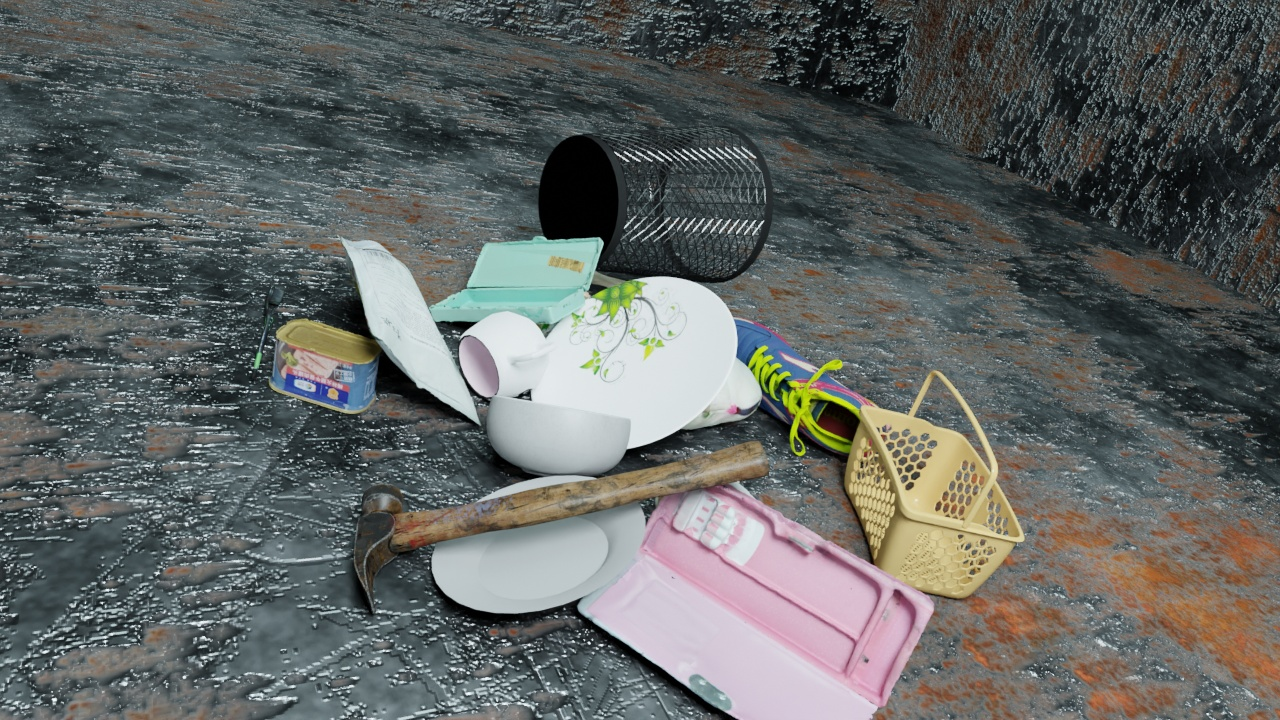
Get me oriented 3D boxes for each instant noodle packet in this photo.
[{"bbox_3d":[-0.253,-0.039,0.968,0.147,0.057,0.269,43,6,-39],"label":"instant noodle packet"}]

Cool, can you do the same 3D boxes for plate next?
[{"bbox_3d":[-0.006,0.006,0.978,0.230,0.030,0.228,-12,49,14],"label":"plate"},{"bbox_3d":[-0.081,0.151,0.741,0.173,0.019,0.172,-8,27,4],"label":"plate"}]

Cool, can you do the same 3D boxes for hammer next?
[{"bbox_3d":[-0.059,0.116,0.724,0.330,0.033,0.120,-11,34,-4],"label":"hammer"}]

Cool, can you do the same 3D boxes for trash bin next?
[{"bbox_3d":[0.012,-0.206,1.205,0.242,0.217,0.217,-7,36,-41],"label":"trash bin"}]

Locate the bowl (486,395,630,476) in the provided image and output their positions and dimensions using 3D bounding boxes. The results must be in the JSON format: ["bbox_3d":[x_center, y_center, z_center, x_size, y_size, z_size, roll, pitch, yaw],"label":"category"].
[{"bbox_3d":[-0.078,0.075,0.852,0.132,0.064,0.132,10,-3,0],"label":"bowl"}]

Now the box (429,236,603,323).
[{"bbox_3d":[-0.141,-0.088,1.066,0.187,0.056,0.137,4,42,35],"label":"box"}]

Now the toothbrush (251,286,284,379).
[{"bbox_3d":[-0.388,-0.031,0.953,0.017,0.014,0.188,14,27,-23],"label":"toothbrush"}]

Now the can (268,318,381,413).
[{"bbox_3d":[-0.304,0.005,0.885,0.100,0.059,0.053,16,28,0],"label":"can"}]

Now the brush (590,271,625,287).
[{"bbox_3d":[-0.016,-0.096,1.251,0.272,0.062,0.077,17,32,-10],"label":"brush"}]

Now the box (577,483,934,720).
[{"bbox_3d":[0.090,0.199,0.724,0.233,0.075,0.172,29,65,23],"label":"box"}]

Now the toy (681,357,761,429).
[{"bbox_3d":[0.033,0.006,1.053,0.209,0.086,0.137,29,28,32],"label":"toy"}]

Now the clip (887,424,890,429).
[{"bbox_3d":[0.294,0.065,1.159,0.059,0.023,0.041,37,28,23],"label":"clip"}]

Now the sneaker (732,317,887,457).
[{"bbox_3d":[0.174,0.027,1.055,0.242,0.116,0.090,33,21,16],"label":"sneaker"}]

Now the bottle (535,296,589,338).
[{"bbox_3d":[-0.109,-0.046,1.070,0.110,0.043,0.042,-16,37,-13],"label":"bottle"}]

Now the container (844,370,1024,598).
[{"bbox_3d":[0.289,0.116,0.901,0.129,0.167,0.183,13,27,-8],"label":"container"}]

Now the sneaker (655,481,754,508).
[{"bbox_3d":[0.113,0.176,0.805,0.235,0.087,0.079,37,14,25],"label":"sneaker"}]

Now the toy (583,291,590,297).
[{"bbox_3d":[-0.098,-0.058,1.124,0.087,0.050,0.112,22,50,9],"label":"toy"}]

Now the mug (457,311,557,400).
[{"bbox_3d":[-0.129,-0.007,0.951,0.076,0.090,0.124,-26,13,-39],"label":"mug"}]
